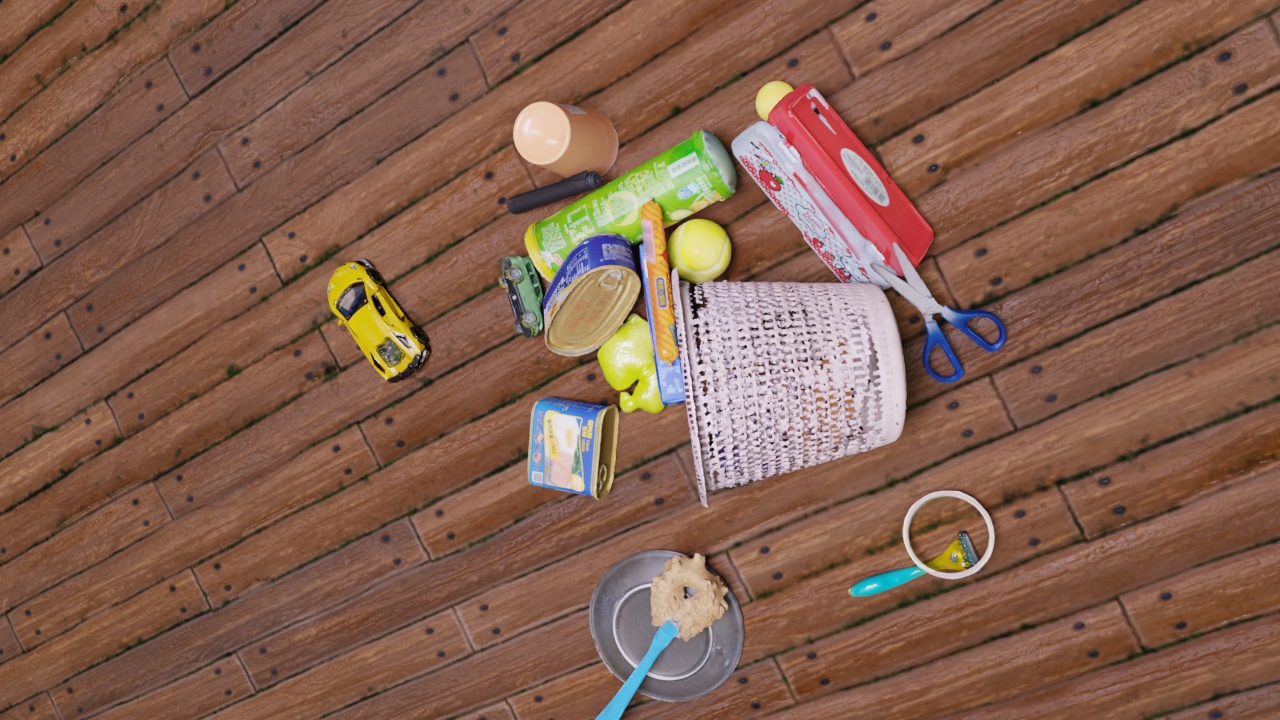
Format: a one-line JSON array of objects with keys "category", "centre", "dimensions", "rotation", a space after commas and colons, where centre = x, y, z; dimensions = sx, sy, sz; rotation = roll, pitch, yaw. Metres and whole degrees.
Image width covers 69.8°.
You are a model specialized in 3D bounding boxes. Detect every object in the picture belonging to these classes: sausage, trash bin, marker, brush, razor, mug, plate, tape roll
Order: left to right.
[{"category": "marker", "centre": [-0.093, -0.174, 0.955], "dimensions": [0.132, 0.022, 0.020], "rotation": [-7, 69, 44]}, {"category": "mug", "centre": [-0.076, -0.222, 0.920], "dimensions": [0.078, 0.122, 0.078], "rotation": [2, 98, 15]}, {"category": "brush", "centre": [0.009, 0.318, 0.985], "dimensions": [0.083, 0.045, 0.255], "rotation": [32, 101, 6]}, {"category": "sausage", "centre": [0.018, -0.075, 0.873], "dimensions": [0.021, 0.021, 0.165], "rotation": [-8, 86, 17]}, {"category": "plate", "centre": [0.025, 0.298, 1.018], "dimensions": [0.180, 0.024, 0.179], "rotation": [2, 98, 16]}, {"category": "trash bin", "centre": [0.136, 0.014, 0.860], "dimensions": [0.192, 0.227, 0.227], "rotation": [-7, 96, 4]}, {"category": "razor", "centre": [0.275, 0.215, 0.931], "dimensions": [0.133, 0.028, 0.043], "rotation": [-24, 71, 14]}, {"category": "tape roll", "centre": [0.305, 0.172, 0.908], "dimensions": [0.086, 0.014, 0.085], "rotation": [-6, 73, 21]}]

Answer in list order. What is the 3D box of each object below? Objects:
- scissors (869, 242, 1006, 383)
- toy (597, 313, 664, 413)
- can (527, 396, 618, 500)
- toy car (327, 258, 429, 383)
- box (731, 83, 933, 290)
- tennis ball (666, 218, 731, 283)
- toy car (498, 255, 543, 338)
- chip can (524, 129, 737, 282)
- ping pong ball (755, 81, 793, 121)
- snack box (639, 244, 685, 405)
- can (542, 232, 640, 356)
[{"category": "scissors", "centre": [0.270, -0.039, 0.865], "dimensions": [0.171, 0.012, 0.141], "rotation": [11, 120, -12]}, {"category": "toy", "centre": [-0.006, 0.006, 0.980], "dimensions": [0.100, 0.031, 0.097], "rotation": [32, 96, 4]}, {"category": "can", "centre": [-0.074, 0.093, 1.001], "dimensions": [0.083, 0.057, 0.102], "rotation": [8, 100, 17]}, {"category": "toy car", "centre": [-0.307, -0.045, 1.056], "dimensions": [0.071, 0.041, 0.156], "rotation": [-37, 86, 17]}, {"category": "box", "centre": [0.174, -0.152, 0.876], "dimensions": [0.201, 0.095, 0.099], "rotation": [48, 137, -8]}, {"category": "tennis ball", "centre": [0.059, -0.110, 0.927], "dimensions": [0.065, 0.065, 0.065], "rotation": [2, 99, 16]}, {"category": "toy car", "centre": [-0.127, -0.070, 0.997], "dimensions": [0.036, 0.043, 0.091], "rotation": [-13, 88, -25]}, {"category": "chip can", "centre": [-0.009, -0.154, 0.930], "dimensions": [0.222, 0.072, 0.072], "rotation": [-25, 91, 22]}, {"category": "ping pong ball", "centre": [0.133, -0.252, 0.897], "dimensions": [0.040, 0.040, 0.040], "rotation": [2, 99, 16]}, {"category": "snack box", "centre": [0.022, -0.034, 0.925], "dimensions": [0.026, 0.084, 0.157], "rotation": [-8, 85, 0]}, {"category": "can", "centre": [-0.052, -0.065, 0.939], "dimensions": [0.149, 0.074, 0.049], "rotation": [-53, 37, 45]}]
